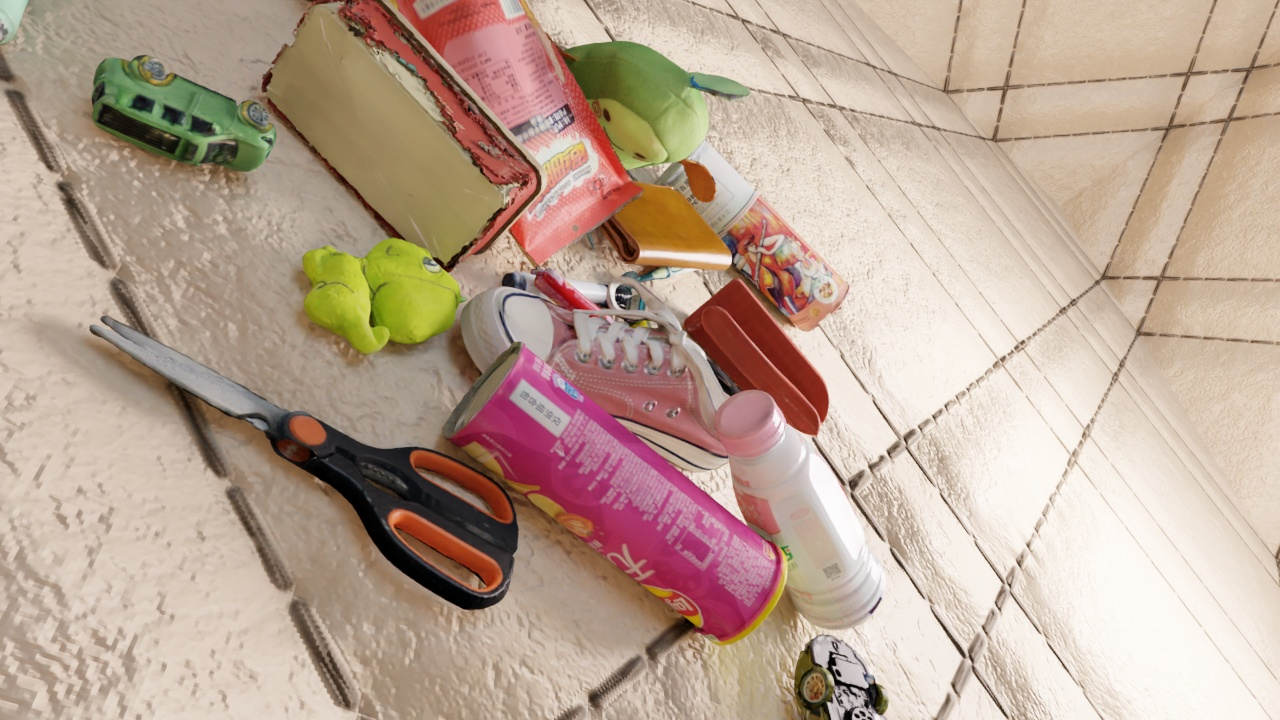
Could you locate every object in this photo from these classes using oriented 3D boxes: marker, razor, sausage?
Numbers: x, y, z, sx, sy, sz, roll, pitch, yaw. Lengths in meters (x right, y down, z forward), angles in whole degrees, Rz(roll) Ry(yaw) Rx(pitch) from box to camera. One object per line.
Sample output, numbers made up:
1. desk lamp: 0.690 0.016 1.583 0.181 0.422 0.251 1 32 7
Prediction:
1. marker: -0.051 -0.051 0.682 0.130 0.018 0.022 1 60 -52
2. razor: 0.035 0.003 0.721 0.132 0.028 0.043 43 21 -18
3. sausage: -0.023 -0.022 0.669 0.156 0.020 0.020 40 31 -31

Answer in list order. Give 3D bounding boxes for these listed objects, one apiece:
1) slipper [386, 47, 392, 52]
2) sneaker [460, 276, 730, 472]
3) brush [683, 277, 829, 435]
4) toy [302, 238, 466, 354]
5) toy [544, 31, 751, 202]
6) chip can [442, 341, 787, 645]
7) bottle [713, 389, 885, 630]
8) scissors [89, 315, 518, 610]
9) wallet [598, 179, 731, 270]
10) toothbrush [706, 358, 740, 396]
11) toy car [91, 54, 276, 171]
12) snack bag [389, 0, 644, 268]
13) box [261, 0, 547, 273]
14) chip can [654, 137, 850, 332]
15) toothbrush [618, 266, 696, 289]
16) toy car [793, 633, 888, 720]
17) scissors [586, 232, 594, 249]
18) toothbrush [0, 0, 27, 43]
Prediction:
1. slipper: -0.166 -0.232 0.692 0.274 0.055 0.113 57 35 -7
2. sneaker: -0.004 0.004 0.615 0.241 0.088 0.118 27 38 -34
3. brush: 0.105 0.003 0.779 0.146 0.063 0.069 48 19 -6
4. toy: -0.147 -0.038 0.533 0.100 0.031 0.096 15 44 -37
5. toy: -0.019 -0.208 0.765 0.227 0.090 0.247 33 -4 -26
6. chip can: -0.012 0.080 0.540 0.210 0.072 0.071 40 32 -15
7. bottle: 0.104 0.100 0.602 0.068 0.068 0.197 -86 152 -49
8. scissors: -0.155 0.039 0.458 0.235 0.022 0.136 44 23 -2
9. wallet: 0.008 -0.126 0.810 0.130 0.035 0.119 -4 46 -48
10. toothbrush: 0.093 0.046 0.731 0.181 0.016 0.018 42 24 -37
11. toy car: -0.244 -0.128 0.493 0.091 0.043 0.036 16 59 -31
12. snack bag: -0.087 -0.181 0.655 0.128 0.073 0.208 -41 110 -37
13. box: -0.151 -0.143 0.582 0.168 0.092 0.079 46 29 -5
14. chip can: 0.113 -0.124 0.918 0.214 0.071 0.071 42 32 -13
15. toothbrush: 0.027 -0.082 0.814 0.016 0.018 0.191 55 32 7
16. toy car: 0.133 0.248 0.570 0.070 0.042 0.157 27 39 -33
17. scissors: -0.064 -0.153 0.748 0.125 0.017 0.133 -138 -155 -74
18. toothbrush: -0.329 -0.190 0.471 0.026 0.027 0.224 58 14 -52
